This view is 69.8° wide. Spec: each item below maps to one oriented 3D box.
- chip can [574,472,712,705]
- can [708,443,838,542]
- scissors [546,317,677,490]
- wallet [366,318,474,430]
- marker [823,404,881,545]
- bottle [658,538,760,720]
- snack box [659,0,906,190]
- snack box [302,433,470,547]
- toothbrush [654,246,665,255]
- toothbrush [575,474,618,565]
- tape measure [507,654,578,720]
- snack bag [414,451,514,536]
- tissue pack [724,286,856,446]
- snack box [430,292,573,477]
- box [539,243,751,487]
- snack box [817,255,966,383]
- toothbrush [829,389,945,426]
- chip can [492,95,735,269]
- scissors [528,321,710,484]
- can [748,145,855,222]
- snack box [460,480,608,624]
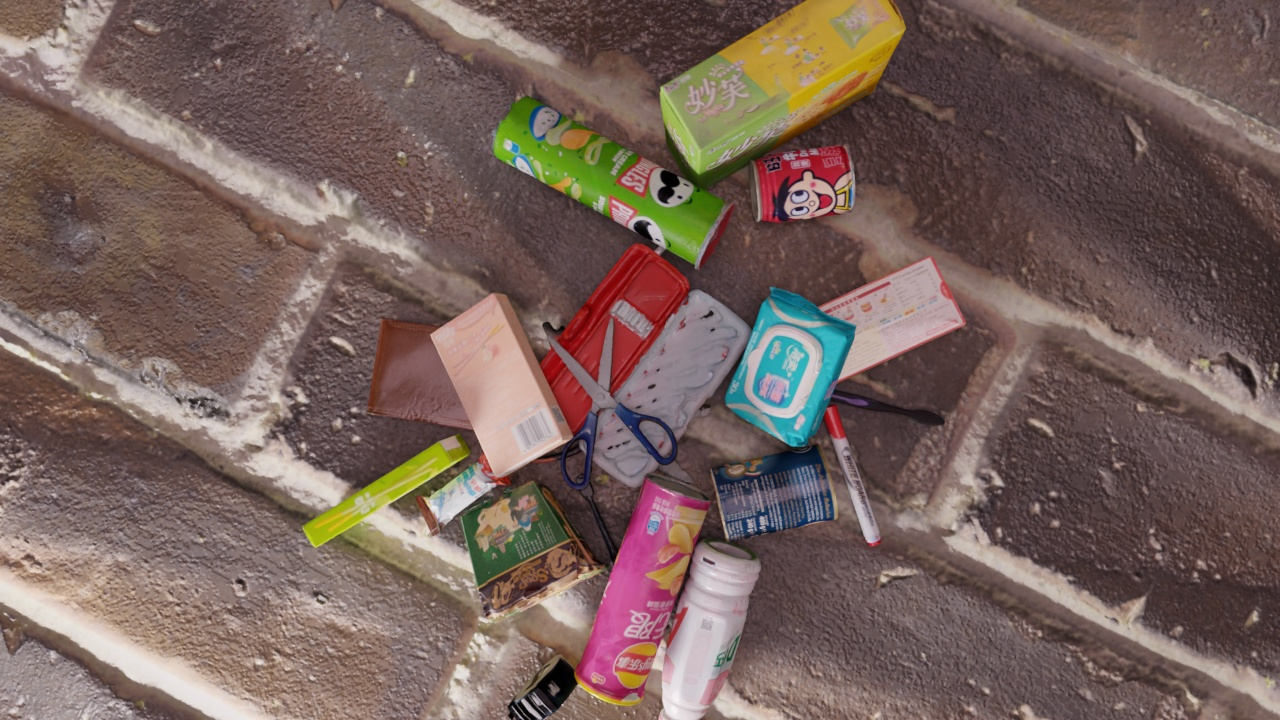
[{"bbox_3d":[0.002,0.218,0.885,0.071,0.071,0.210,19,94,2],"label":"chip can"},{"bbox_3d":[0.127,0.129,0.891,0.111,0.075,0.075,-13,89,2],"label":"can"},{"bbox_3d":[-0.032,0.049,0.878,0.174,0.012,0.162,29,95,-7],"label":"scissors"},{"bbox_3d":[-0.209,0.013,0.927,0.124,0.032,0.101,8,87,2],"label":"wallet"},{"bbox_3d":[0.211,0.115,0.917,0.017,0.017,0.145,-19,89,2],"label":"marker"},{"bbox_3d":[0.060,0.277,0.900,0.068,0.068,0.197,16,94,2],"label":"bottle"},{"bbox_3d":[0.125,-0.251,0.849,0.210,0.157,0.070,-31,85,2],"label":"snack box"},{"bbox_3d":[-0.246,0.125,0.900,0.156,0.086,0.026,-31,90,1],"label":"snack box"},{"bbox_3d":[0.003,-0.095,0.924,0.016,0.016,0.180,45,92,4],"label":"toothbrush"},{"bbox_3d":[-0.026,0.198,0.928,0.015,0.018,0.181,-23,91,-4],"label":"toothbrush"},{"bbox_3d":[-0.092,0.324,0.903,0.033,0.065,0.066,48,126,1],"label":"tape measure"},{"bbox_3d":[-0.178,0.131,0.927,0.104,0.026,0.048,-32,77,1],"label":"snack bag"},{"bbox_3d":[0.143,0.005,0.878,0.093,0.050,0.133,26,104,25],"label":"tissue pack"},{"bbox_3d":[-0.134,0.023,0.876,0.085,0.026,0.157,-30,79,20],"label":"snack box"},{"bbox_3d":[-0.005,0.006,0.902,0.158,0.039,0.201,37,91,-11],"label":"box"},{"bbox_3d":[0.231,-0.036,0.906,0.156,0.027,0.077,-24,82,2],"label":"snack box"},{"bbox_3d":[0.211,0.039,0.921,0.189,0.017,0.014,14,81,5],"label":"toothbrush"},{"bbox_3d":[-0.028,-0.174,0.888,0.236,0.072,0.072,30,91,8],"label":"chip can"},{"bbox_3d":[-0.043,0.060,0.927,0.189,0.015,0.225,-41,88,2],"label":"scissors"},{"bbox_3d":[0.156,-0.171,0.893,0.094,0.066,0.066,-7,90,2],"label":"can"},{"bbox_3d":[-0.109,0.180,0.891,0.118,0.117,0.105,-25,77,-1],"label":"snack box"}]
